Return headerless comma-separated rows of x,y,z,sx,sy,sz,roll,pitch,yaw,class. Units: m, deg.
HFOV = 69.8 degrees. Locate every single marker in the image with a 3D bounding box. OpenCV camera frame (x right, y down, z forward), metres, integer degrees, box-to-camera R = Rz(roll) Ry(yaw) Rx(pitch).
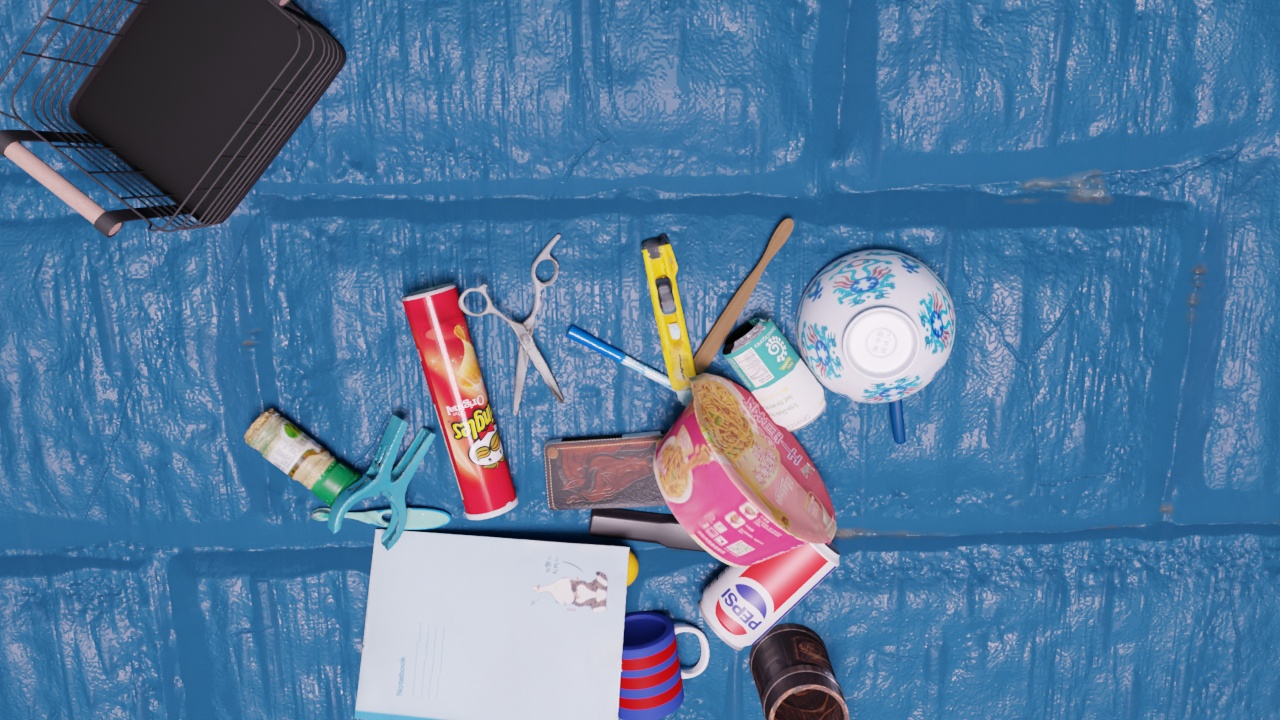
-0.005,0.005,0.863,0.142,0.013,0.013,28,100,-7,marker

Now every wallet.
-0.029,0.107,0.881,0.123,0.019,0.072,-3,98,0,wallet

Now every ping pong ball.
-0.022,0.201,0.891,0.040,0.040,0.040,0,102,-1,ping pong ball

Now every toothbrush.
0.094,-0.059,0.850,0.016,0.016,0.167,30,102,-6,toothbrush
-0.252,0.152,0.889,0.135,0.017,0.022,2,94,-1,toothbrush
0.236,-0.001,0.864,0.014,0.014,0.168,-7,103,6,toothbrush

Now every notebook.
-0.140,0.258,0.867,0.253,0.009,0.181,2,81,8,notebook

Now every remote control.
0.018,0.167,0.896,0.136,0.015,0.032,7,102,-2,remote control

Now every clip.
-0.227,0.127,0.867,0.129,0.031,0.121,-47,121,-17,clip

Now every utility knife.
0.030,-0.035,0.850,0.030,0.017,0.165,-12,100,6,utility knife

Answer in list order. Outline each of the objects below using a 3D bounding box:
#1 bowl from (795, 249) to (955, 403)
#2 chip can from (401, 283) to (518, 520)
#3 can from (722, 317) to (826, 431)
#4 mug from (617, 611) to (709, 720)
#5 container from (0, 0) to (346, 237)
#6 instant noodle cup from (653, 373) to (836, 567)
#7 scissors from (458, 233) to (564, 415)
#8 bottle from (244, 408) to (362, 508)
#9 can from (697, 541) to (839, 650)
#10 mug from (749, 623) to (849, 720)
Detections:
0.211,-0.022,0.815,0.144,0.074,0.144,2,105,9,bowl
-0.166,0.038,0.848,0.052,0.051,0.215,-14,102,2,chip can
0.124,0.012,0.844,0.055,0.055,0.101,-37,100,7,can
0.017,0.293,0.902,0.111,0.075,0.076,-14,103,-24,mug
-0.378,-0.231,0.747,0.163,0.130,0.241,40,99,-8,container
0.085,0.106,0.815,0.178,0.178,0.078,43,114,-9,instant noodle cup
-0.098,-0.034,0.847,0.141,0.014,0.161,39,85,-25,scissors
-0.316,0.093,0.864,0.111,0.043,0.043,39,99,-7,bottle
0.123,0.209,0.879,0.070,0.070,0.132,43,98,-9,can
0.165,0.327,0.886,0.116,0.107,0.080,40,99,-9,mug
